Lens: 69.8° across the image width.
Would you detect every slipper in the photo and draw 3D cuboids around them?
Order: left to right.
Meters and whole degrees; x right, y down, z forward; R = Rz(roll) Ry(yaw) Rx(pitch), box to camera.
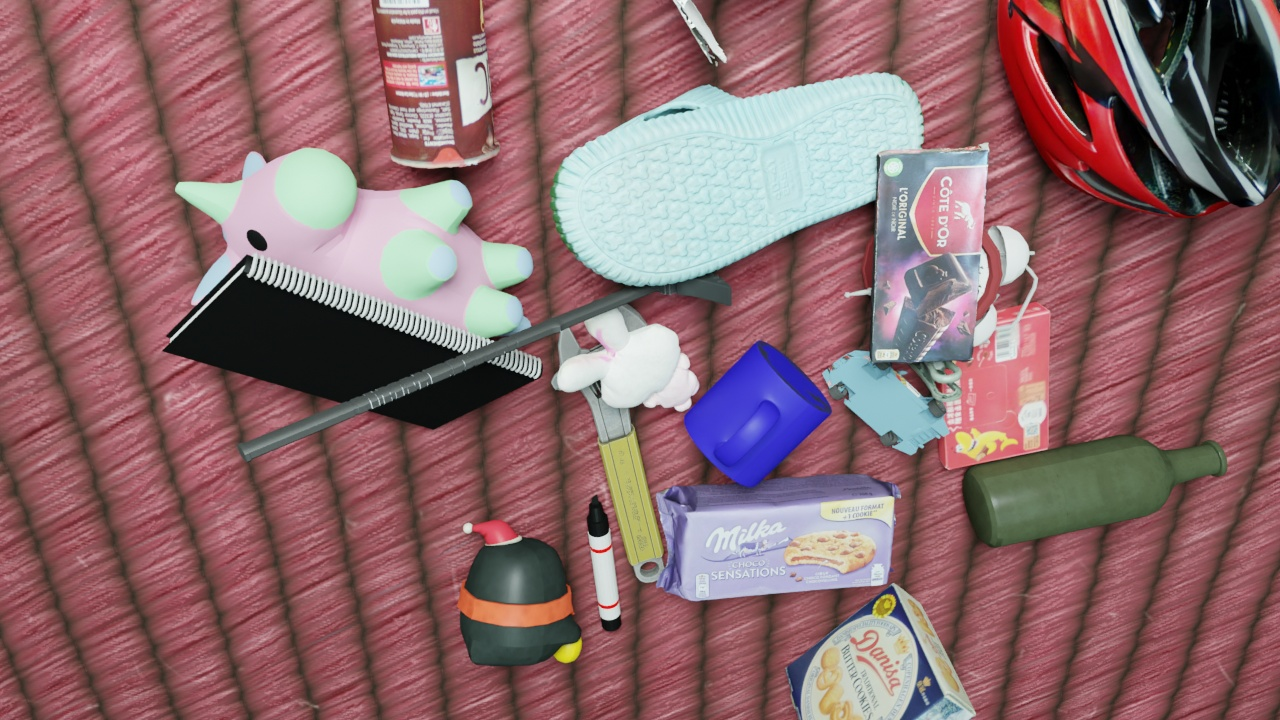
[{"bbox_3d":[0.068,-0.130,0.630,0.276,0.069,0.116,-19,114,-14],"label":"slipper"}]

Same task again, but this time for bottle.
[{"bbox_3d":[0.386,0.104,0.778,0.207,0.071,0.071,-12,118,1],"label":"bottle"}]

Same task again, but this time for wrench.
[{"bbox_3d":[-0.012,0.076,0.757,0.083,0.018,0.274,-15,117,-2],"label":"wrench"}]

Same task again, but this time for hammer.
[{"bbox_3d":[-0.084,-0.005,0.572,0.324,0.095,0.015,-25,125,-32],"label":"hammer"}]

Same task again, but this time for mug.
[{"bbox_3d":[0.087,0.045,0.699,0.079,0.111,0.084,44,108,2],"label":"mug"}]

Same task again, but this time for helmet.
[{"bbox_3d":[0.346,-0.222,0.570,0.217,0.167,0.272,-22,105,3],"label":"helmet"}]

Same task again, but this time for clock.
[{"bbox_3d":[0.226,-0.063,0.682,0.137,0.048,0.096,18,110,-6],"label":"clock"}]

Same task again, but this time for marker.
[{"bbox_3d":[-0.033,0.178,0.809,0.019,0.019,0.146,-7,118,-2],"label":"marker"}]

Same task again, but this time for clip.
[{"bbox_3d":[0.227,0.004,0.710,0.023,0.076,0.047,-13,119,1],"label":"clip"}]

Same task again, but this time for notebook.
[{"bbox_3d":[-0.192,-0.003,0.623,0.206,0.016,0.149,22,148,-37],"label":"notebook"}]

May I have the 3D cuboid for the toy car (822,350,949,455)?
[{"bbox_3d":[0.199,0.027,0.743,0.108,0.027,0.060,40,130,-11],"label":"toy car"}]

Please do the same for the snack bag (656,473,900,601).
[{"bbox_3d":[0.115,0.147,0.784,0.205,0.058,0.096,-3,116,-4],"label":"snack bag"}]

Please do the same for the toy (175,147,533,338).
[{"bbox_3d":[-0.180,-0.066,0.624,0.171,0.120,0.222,-6,151,28],"label":"toy"}]

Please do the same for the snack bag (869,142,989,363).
[{"bbox_3d":[0.200,-0.071,0.644,0.074,0.018,0.155,-2,109,3],"label":"snack bag"}]

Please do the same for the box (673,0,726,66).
[{"bbox_3d":[0.049,-0.235,0.552,0.103,0.110,0.130,-1,117,-4],"label":"box"}]

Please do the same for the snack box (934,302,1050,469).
[{"bbox_3d":[0.289,0.023,0.755,0.089,0.021,0.133,-12,118,1],"label":"snack box"}]

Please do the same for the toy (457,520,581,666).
[{"bbox_3d":[-0.104,0.196,0.773,0.098,0.099,0.119,8,95,37],"label":"toy"}]

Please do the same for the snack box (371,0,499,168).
[{"bbox_3d":[-0.130,-0.190,0.580,0.072,0.072,0.121,-3,117,-4],"label":"snack box"}]

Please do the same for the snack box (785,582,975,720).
[{"bbox_3d":[0.207,0.295,0.821,0.042,0.144,0.145,39,107,-19],"label":"snack box"}]

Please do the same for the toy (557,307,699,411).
[{"bbox_3d":[-0.004,0.004,0.689,0.125,0.037,0.076,22,107,-39],"label":"toy"}]
